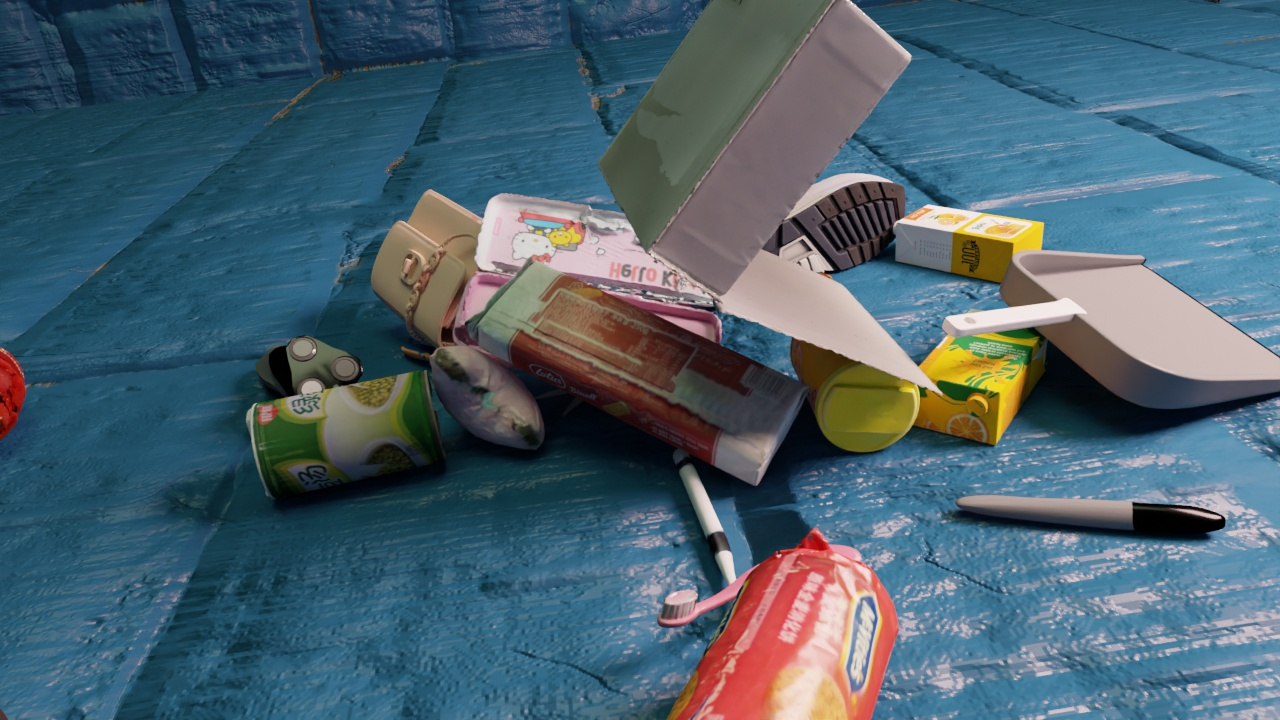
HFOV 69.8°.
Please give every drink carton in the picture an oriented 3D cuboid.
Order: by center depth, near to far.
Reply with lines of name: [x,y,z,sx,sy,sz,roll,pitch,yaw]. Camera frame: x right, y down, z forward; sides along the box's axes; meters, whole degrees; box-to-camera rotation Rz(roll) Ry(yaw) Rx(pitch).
drink carton: [0.238,0.010,0.641,0.058,0.041,0.122,14,33,35]
drink carton: [0.303,-0.111,0.861,0.123,0.040,0.058,20,37,41]

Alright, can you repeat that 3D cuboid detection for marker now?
marker: [0.252,0.086,0.520,0.139,0.016,0.022,2,-3,18]

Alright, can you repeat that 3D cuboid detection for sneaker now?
sneaker: [0.132,-0.134,0.894,0.239,0.089,0.124,-22,34,-21]

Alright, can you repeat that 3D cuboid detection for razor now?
razor: [-0.280,0.009,0.754,0.057,0.060,0.156,-38,19,-28]

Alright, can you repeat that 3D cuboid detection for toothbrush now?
toothbrush: [0.066,0.114,0.479,0.134,0.016,0.021,-10,32,-31]
toothbrush: [0.047,0.103,0.537,0.017,0.012,0.186,2,25,-13]
toothbrush: [-0.163,0.001,0.776,0.135,0.017,0.021,19,23,41]

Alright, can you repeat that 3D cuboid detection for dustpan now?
dustpan: [0.312,-0.027,0.628,0.257,0.033,0.163,-8,39,-20]

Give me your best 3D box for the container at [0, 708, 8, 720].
container: [-0.328,0.161,0.251,0.246,0.244,0.246,11,32,31]

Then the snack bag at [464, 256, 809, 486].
snack bag: [-0.004,0.004,0.623,0.225,0.041,0.077,25,56,19]

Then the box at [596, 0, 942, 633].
box: [0.090,-0.018,0.608,0.165,0.447,0.167,-17,31,-2]

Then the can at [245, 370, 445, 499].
can: [-0.201,0.051,0.633,0.121,0.067,0.067,-12,27,-11]

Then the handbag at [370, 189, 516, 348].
handbag: [-0.130,-0.050,0.837,0.187,0.116,0.199,30,2,-43]

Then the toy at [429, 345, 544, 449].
toy: [-0.115,0.025,0.665,0.052,0.099,0.096,-50,14,-11]

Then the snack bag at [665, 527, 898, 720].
snack bag: [0.053,0.150,0.375,0.082,0.082,0.175,8,30,26]

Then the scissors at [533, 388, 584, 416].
scissors: [-0.007,0.008,0.726,0.118,0.019,0.147,9,35,24]

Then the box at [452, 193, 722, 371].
box: [-0.033,-0.051,0.715,0.201,0.041,0.153,10,57,-2]

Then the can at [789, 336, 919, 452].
can: [0.144,0.010,0.632,0.067,0.068,0.105,-7,27,0]

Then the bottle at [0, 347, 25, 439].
bottle: [-0.552,0.027,0.732,0.098,0.099,0.111,-15,24,-17]

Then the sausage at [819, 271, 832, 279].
sausage: [0.163,-0.044,0.785,0.020,0.020,0.155,-4,27,5]
